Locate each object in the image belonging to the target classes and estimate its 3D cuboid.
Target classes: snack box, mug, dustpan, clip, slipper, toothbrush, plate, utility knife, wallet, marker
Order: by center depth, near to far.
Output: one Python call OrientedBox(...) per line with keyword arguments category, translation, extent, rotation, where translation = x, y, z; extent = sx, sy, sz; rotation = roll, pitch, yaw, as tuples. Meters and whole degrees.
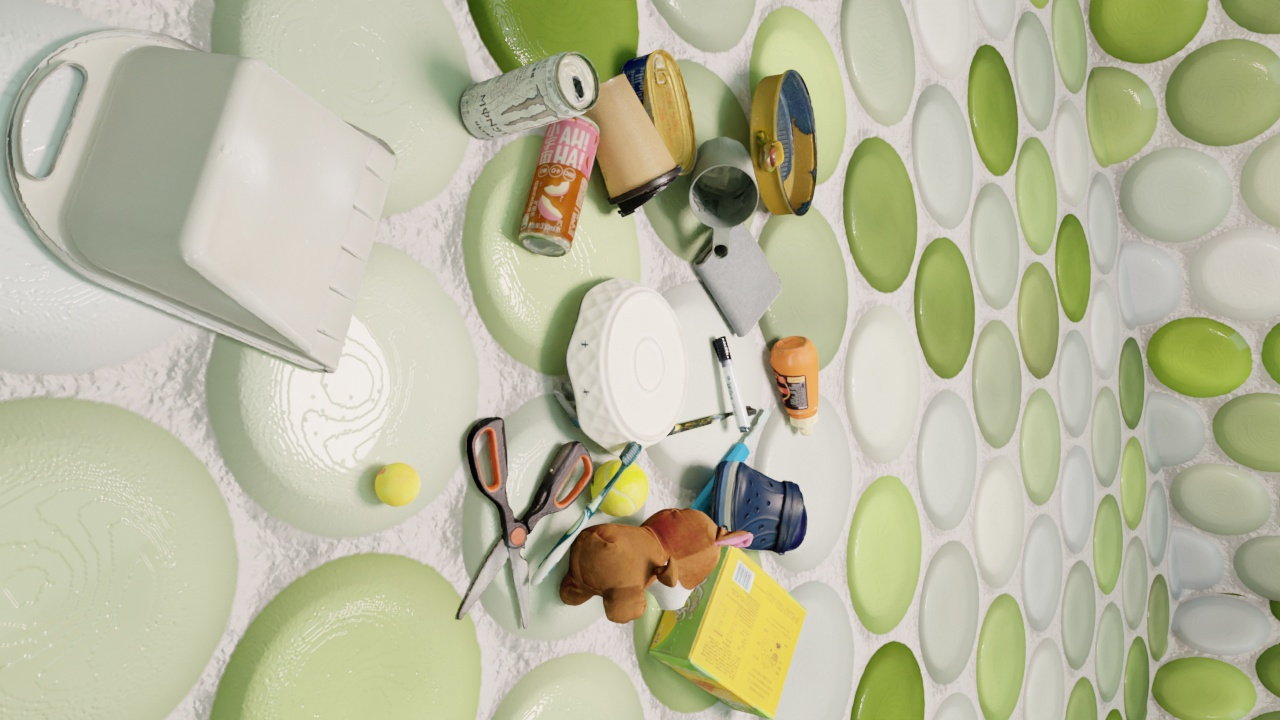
OrientedBox(category="dustpan", translation=(-0.342, -0.136, 0.736), extent=(0.258, 0.143, 0.222), rotation=(54, 46, -70))
OrientedBox(category="toothbrush", translation=(-0.058, 0.161, 0.980), extent=(0.191, 0.016, 0.018), rotation=(-51, 132, -19))
OrientedBox(category="clip", translation=(-0.075, 0.049, 1.012), extent=(0.036, 0.026, 0.058), rotation=(-49, 120, -27))
OrientedBox(category="plate", translation=(-0.006, 0.006, 1.050), extent=(0.204, 0.046, 0.205), rotation=(5, 84, -56))
OrientedBox(category="mug", translation=(0.101, -0.206, 1.149), extent=(0.103, 0.084, 0.124), rotation=(-86, 178, -56))
OrientedBox(category="snack box", translation=(0.118, 0.347, 1.179), extent=(0.210, 0.070, 0.157), rotation=(45, 57, -37))
OrientedBox(category="toothbrush", translation=(0.094, 0.079, 1.197), extent=(0.185, 0.017, 0.012), rotation=(-9, 112, -48))
OrientedBox(category="slipper", translation=(0.173, 0.205, 1.209), extent=(0.252, 0.095, 0.105), rotation=(34, 59, -54))
OrientedBox(category="marker", translation=(0.121, 0.032, 1.212), extent=(0.018, 0.023, 0.130), rotation=(-17, 94, -35))
OrientedBox(category="utility knife", translation=(0.126, 0.137, 1.230), extent=(0.222, 0.018, 0.034), rotation=(-49, 133, -36))
OrientedBox(category="wallet", translation=(0.132, -0.114, 1.230), extent=(0.106, 0.037, 0.130), rotation=(-50, 123, -23))

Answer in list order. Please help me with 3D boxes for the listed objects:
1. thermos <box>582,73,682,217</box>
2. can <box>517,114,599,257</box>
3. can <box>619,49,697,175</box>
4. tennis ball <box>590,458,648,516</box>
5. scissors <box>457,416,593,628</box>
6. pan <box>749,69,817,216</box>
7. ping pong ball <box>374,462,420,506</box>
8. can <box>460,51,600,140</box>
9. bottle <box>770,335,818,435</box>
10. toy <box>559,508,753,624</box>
OrientedBox(category="thermos", translation=(-0.016, -0.244, 1.040), extent=(0.092, 0.093, 0.143), rotation=(-38, 108, -41))
OrientedBox(category="can", translation=(-0.086, -0.187, 0.978), extent=(0.058, 0.058, 0.147), rotation=(27, 69, -44))
OrientedBox(category="can", translation=(0.022, -0.293, 1.104), extent=(0.074, 0.049, 0.148), rotation=(-27, 108, -45))
OrientedBox(category="tennis ball", translation=(-0.023, 0.143, 1.033), extent=(0.065, 0.066, 0.065), rotation=(2, 88, -47))
OrientedBox(category="scissors", translation=(-0.129, 0.159, 0.955), extent=(0.220, 0.022, 0.232), rotation=(-38, 115, -35))
OrientedBox(category="pan", translation=(0.184, -0.275, 1.192), extent=(0.356, 0.078, 0.198), rotation=(-35, 120, -59))
OrientedBox(category="ping pong ball", translation=(-0.221, 0.113, 0.837), extent=(0.040, 0.040, 0.040), rotation=(2, 88, -47))
OrientedBox(category="can", translation=(-0.109, -0.254, 0.889), extent=(0.058, 0.147, 0.058), rotation=(1, 88, -48))
OrientedBox(category="bottle", translation=(0.228, 0.041, 1.317), extent=(0.066, 0.067, 0.149), rotation=(-36, 122, -42))
OrientedBox(category="toy", translation=(0.017, 0.225, 1.019), extent=(0.199, 0.140, 0.130), rotation=(-18, 104, -39))
